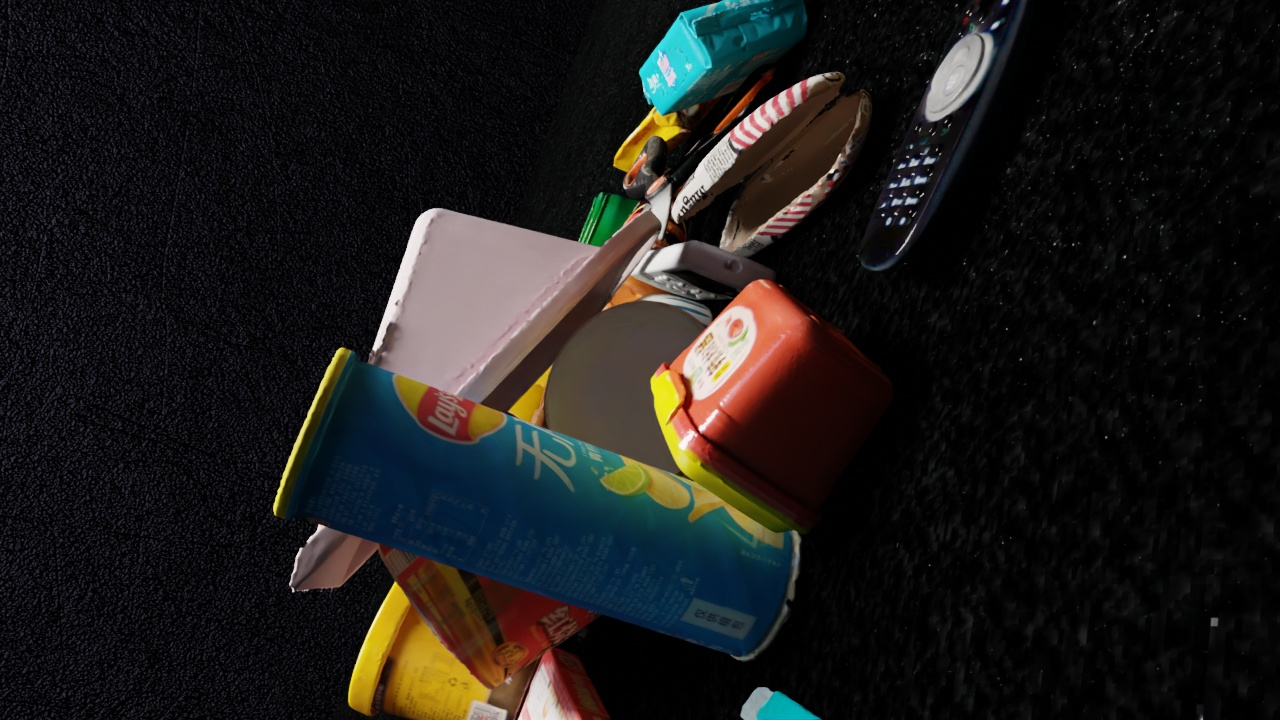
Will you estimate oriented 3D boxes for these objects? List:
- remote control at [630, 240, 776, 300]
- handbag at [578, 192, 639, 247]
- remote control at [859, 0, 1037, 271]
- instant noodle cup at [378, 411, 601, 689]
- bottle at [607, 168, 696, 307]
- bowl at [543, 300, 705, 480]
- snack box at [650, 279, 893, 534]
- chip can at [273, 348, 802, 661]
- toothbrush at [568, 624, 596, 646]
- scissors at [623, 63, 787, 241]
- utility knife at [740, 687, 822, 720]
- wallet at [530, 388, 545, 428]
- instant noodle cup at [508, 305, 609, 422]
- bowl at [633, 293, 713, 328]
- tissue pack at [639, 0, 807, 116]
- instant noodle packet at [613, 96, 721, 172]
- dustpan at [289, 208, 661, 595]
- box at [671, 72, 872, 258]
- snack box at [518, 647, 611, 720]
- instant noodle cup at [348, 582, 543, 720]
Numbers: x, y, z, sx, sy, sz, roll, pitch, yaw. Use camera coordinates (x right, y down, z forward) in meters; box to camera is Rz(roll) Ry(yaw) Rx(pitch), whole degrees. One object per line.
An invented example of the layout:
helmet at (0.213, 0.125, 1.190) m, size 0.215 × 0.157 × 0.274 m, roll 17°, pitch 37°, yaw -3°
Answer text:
remote control at (0.036, -0.055, 0.601) m, size 0.150 × 0.058 × 0.021 m, roll -166°, pitch 95°, yaw -76°
handbag at (-0.034, -0.103, 0.930) m, size 0.120 × 0.068 × 0.131 m, roll -109°, pitch 41°, yaw -80°
remote control at (0.131, -0.097, 0.381) m, size 0.136 × 0.024 × 0.053 m, roll -66°, pitch 13°, yaw 3°
instant noodle cup at (-0.081, 0.115, 0.544) m, size 0.108 × 0.138 × 0.138 m, roll -38°, pitch 8°, yaw -13°
bottle at (0.015, -0.107, 0.756) m, size 0.067 × 0.066 × 0.149 m, roll -43°, pitch 21°, yaw 60°
bowl at (0.006, 0.027, 0.543) m, size 0.062 × 0.113 × 0.113 m, roll 36°, pitch -109°, yaw -62°
snack box at (0.057, 0.016, 0.394) m, size 0.080 × 0.082 × 0.091 m, roll -51°, pitch 19°, yaw 11°
chip can at (-0.039, 0.064, 0.391) m, size 0.071 × 0.210 × 0.071 m, roll -160°, pitch 91°, yaw -76°
toothbrush at (-0.060, 0.188, 0.692) m, size 0.016 × 0.014 × 0.190 m, roll -70°, pitch 13°, yaw -9°
scissors at (0.020, -0.143, 0.700) m, size 0.234 × 0.021 × 0.221 m, roll -45°, pitch 20°, yaw 3°
utility knife at (0.066, 0.139, 0.299) m, size 0.029 × 0.013 × 0.166 m, roll -69°, pitch 14°, yaw -7°
wallet at (-0.053, 0.066, 0.703) m, size 0.107 × 0.031 × 0.131 m, roll 36°, pitch -110°, yaw -60°
instant noodle cup at (-0.081, -0.001, 0.823) m, size 0.110 × 0.138 × 0.137 m, roll 115°, pitch 169°, yaw -51°
bowl at (-0.004, 0.004, 0.644) m, size 0.116 × 0.066 × 0.116 m, roll -159°, pitch 91°, yaw -76°
tissue pack at (0.060, -0.238, 0.702) m, size 0.050 × 0.093 × 0.134 m, roll 67°, pitch 163°, yaw -4°
instant noodle packet at (0.033, -0.225, 0.845) m, size 0.110 × 0.044 × 0.129 m, roll -46°, pitch 6°, yaw -23°
dustpan at (-0.085, 0.025, 0.540) m, size 0.223 × 0.139 × 0.273 m, roll 139°, pitch 145°, yaw -74°
box at (0.067, -0.120, 0.538) m, size 0.075 × 0.082 × 0.164 m, roll -66°, pitch 10°, yaw -19°
snack box at (-0.048, 0.234, 0.551) m, size 0.075 × 0.025 × 0.153 m, roll -69°, pitch 14°, yaw -4°
instant noodle cup at (-0.133, 0.216, 0.668) m, size 0.118 × 0.114 × 0.118 m, roll 25°, pitch -94°, yaw -87°
